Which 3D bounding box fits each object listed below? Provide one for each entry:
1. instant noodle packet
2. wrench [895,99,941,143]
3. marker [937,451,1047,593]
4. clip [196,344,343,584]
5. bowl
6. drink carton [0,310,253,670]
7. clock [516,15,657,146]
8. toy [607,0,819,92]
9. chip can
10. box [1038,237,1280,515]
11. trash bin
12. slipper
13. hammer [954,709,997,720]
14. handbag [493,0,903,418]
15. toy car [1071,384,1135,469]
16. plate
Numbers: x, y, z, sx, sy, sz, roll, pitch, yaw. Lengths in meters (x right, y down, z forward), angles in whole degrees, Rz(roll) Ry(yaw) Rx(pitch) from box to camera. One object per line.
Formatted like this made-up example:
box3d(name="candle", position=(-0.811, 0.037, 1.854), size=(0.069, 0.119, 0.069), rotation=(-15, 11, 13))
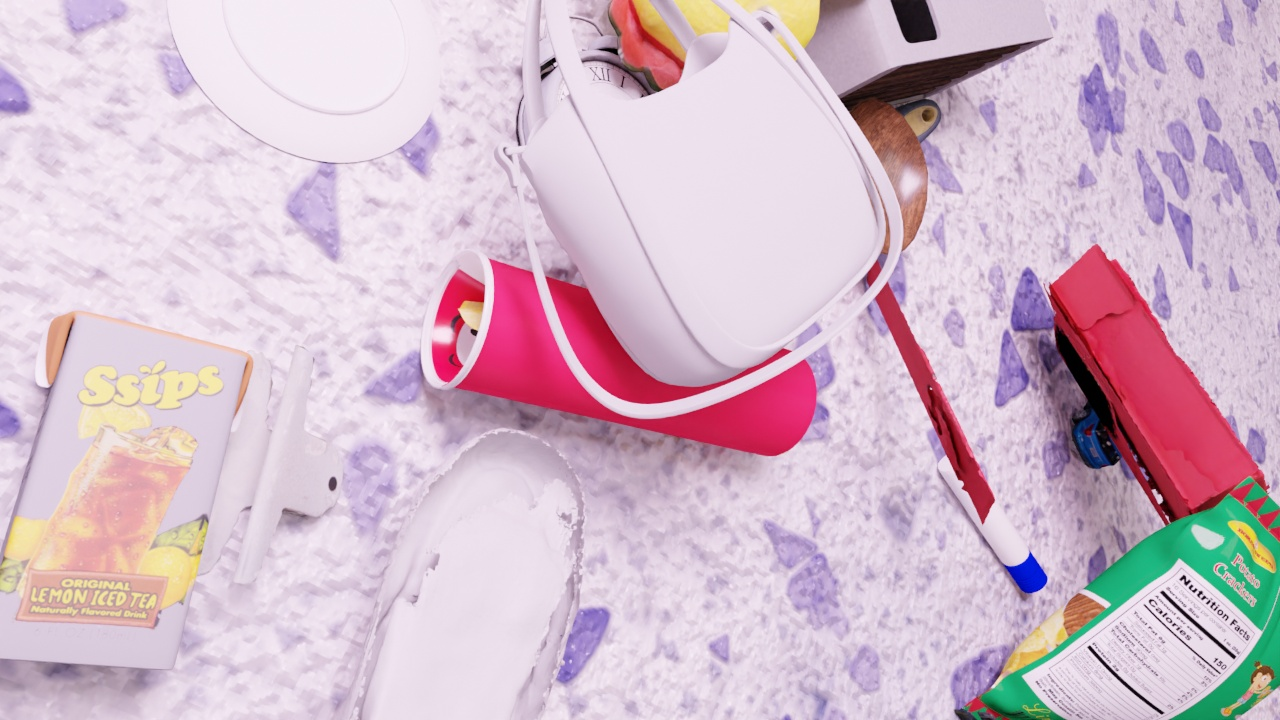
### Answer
box3d(name="instant noodle packet", position=(0.387, 0.214, 0.677), size=(0.195, 0.253, 0.090), rotation=(34, 18, -27))
box3d(name="wrench", position=(0.155, -0.146, 0.685), size=(0.272, 0.022, 0.073), rotation=(-34, 100, -37))
box3d(name="marker", position=(0.276, 0.126, 0.716), size=(0.133, 0.023, 0.027), rotation=(52, 33, -16))
box3d(name="clip", position=(-0.160, 0.047, 0.401), size=(0.058, 0.052, 0.102), rotation=(11, 72, -5))
box3d(name="bowl", position=(0.164, -0.129, 0.658), size=(0.102, 0.026, 0.114), rotation=(38, 63, -29))
box3d(name="drink carton", position=(-0.201, 0.050, 0.353), size=(0.076, 0.049, 0.124), rotation=(18, 70, -33))
box3d(name="clock", position=(-0.026, -0.144, 0.539), size=(0.094, 0.035, 0.122), rotation=(-13, 89, -39))
box3d(name="toy", position=(0.068, -0.242, 0.529), size=(0.134, 0.208, 0.092), rotation=(51, 11, -22))
box3d(name="chip can", position=(-0.003, 0.003, 0.502), size=(0.220, 0.069, 0.069), rotation=(15, 71, -34))
box3d(name="box", position=(0.438, 0.011, 0.712), size=(0.164, 0.153, 0.213), rotation=(38, 29, -49))
box3d(name="trash bin", position=(0.182, -0.256, 0.671), size=(0.228, 0.115, 0.114), rotation=(-23, 94, -38))
box3d(name="slipper", position=(-0.082, 0.141, 0.407), size=(0.112, 0.075, 0.246), rotation=(38, 49, -32))
box3d(name="hammer", position=(0.151, 0.305, 0.577), size=(0.318, 0.032, 0.130), rotation=(5, 78, -36))
box3d(name="handbag", position=(0.018, -0.107, 0.442), size=(0.215, 0.096, 0.222), rotation=(-39, 102, -35))
box3d(name="toy car", position=(0.438, 0.052, 0.843), size=(0.119, 0.044, 0.056), rotation=(-41, 105, -36))
box3d(name="plate", position=(-0.160, -0.165, 0.456), size=(0.134, 0.011, 0.134), rotation=(9, 74, -36))
